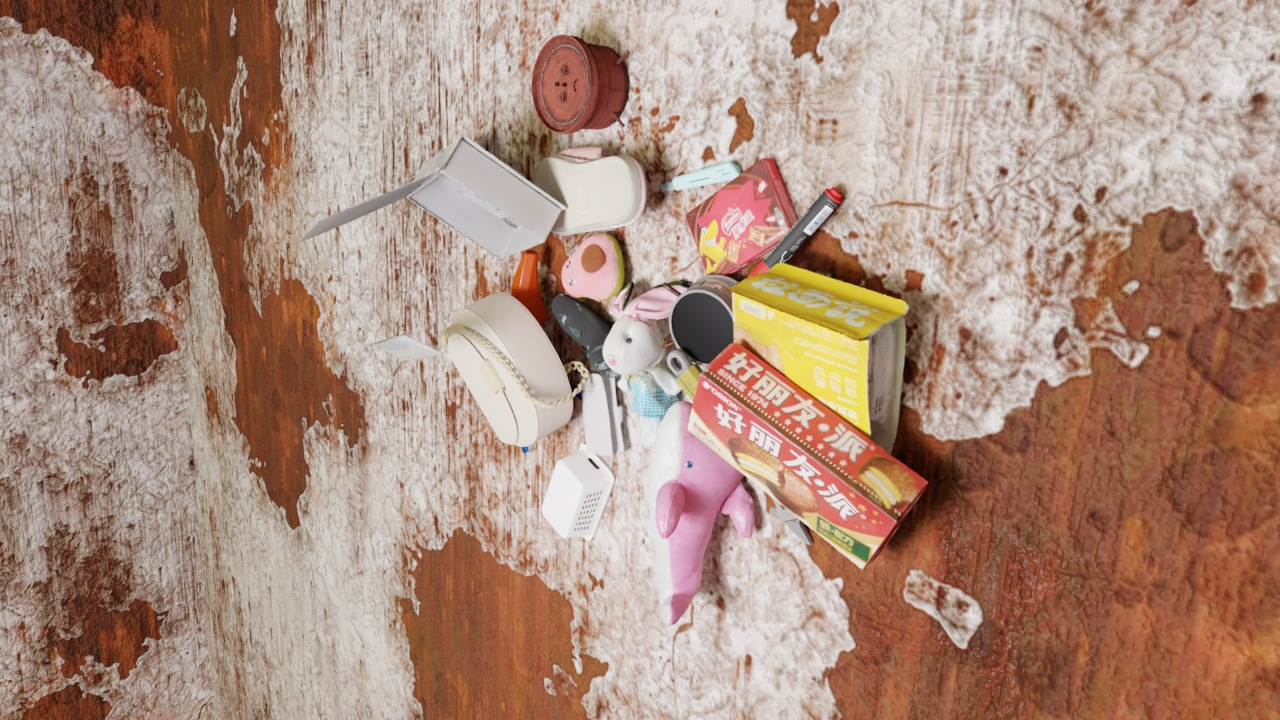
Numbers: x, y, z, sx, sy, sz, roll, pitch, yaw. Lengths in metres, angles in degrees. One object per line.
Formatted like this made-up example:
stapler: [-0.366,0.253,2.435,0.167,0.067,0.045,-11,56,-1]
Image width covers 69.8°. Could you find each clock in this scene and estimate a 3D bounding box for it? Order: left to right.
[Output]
clock: [-0.084,-0.349,1.166,0.158,0.072,0.121,20,112,44]
clock: [0.094,-0.040,1.037,0.148,0.056,0.104,17,118,32]

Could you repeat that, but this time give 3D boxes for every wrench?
wrench: [0.120,0.094,1.024,0.273,0.018,0.084,52,140,10]

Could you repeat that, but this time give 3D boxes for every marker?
marker: [0.157,-0.120,0.956,0.023,0.021,0.145,44,117,6]

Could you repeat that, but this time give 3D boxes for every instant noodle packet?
instant noodle packet: [0.181,0.027,0.937,0.163,0.084,0.222,25,137,39]

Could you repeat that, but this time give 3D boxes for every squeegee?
squeegee: [-0.162,-0.071,1.320,0.250,0.055,0.185,34,129,39]

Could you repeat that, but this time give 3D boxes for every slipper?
slipper: [-0.063,-0.217,1.180,0.275,0.054,0.114,16,114,56]

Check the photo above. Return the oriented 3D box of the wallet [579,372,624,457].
wallet: [-0.052,0.071,1.249,0.086,0.032,0.116,6,104,59]

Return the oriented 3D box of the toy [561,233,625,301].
toy: [-0.063,-0.116,1.204,0.110,0.051,0.090,-21,77,52]

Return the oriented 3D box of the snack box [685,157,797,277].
snack box: [0.112,-0.154,1.022,0.133,0.021,0.089,-31,75,47]

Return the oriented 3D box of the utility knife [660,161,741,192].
utility knife: [0.067,-0.212,1.068,0.129,0.015,0.022,-1,128,50]

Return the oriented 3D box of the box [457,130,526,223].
box: [-0.230,-0.268,1.358,0.124,0.136,0.109,30,128,-7]

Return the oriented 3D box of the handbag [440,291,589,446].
handbag: [-0.179,0.012,1.289,0.210,0.103,0.209,59,151,3]

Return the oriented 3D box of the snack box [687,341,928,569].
snack box: [0.159,0.094,0.920,0.236,0.060,0.113,38,150,19]

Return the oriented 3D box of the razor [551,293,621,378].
razor: [-0.071,-0.035,1.214,0.140,0.063,0.053,42,128,21]

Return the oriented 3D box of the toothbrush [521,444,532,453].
toothbrush: [-0.167,0.076,1.390,0.021,0.017,0.135,18,108,41]

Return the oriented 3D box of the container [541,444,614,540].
container: [-0.093,0.192,1.300,0.081,0.049,0.129,43,127,34]

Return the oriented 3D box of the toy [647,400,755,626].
toy: [0.071,0.179,1.084,0.128,0.186,0.266,5,103,6]

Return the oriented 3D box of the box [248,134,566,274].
box: [-0.294,-0.193,1.160,0.167,0.368,0.150,-7,93,61]

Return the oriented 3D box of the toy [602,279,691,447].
toy: [-0.007,0.007,1.122,0.131,0.105,0.205,6,101,44]
